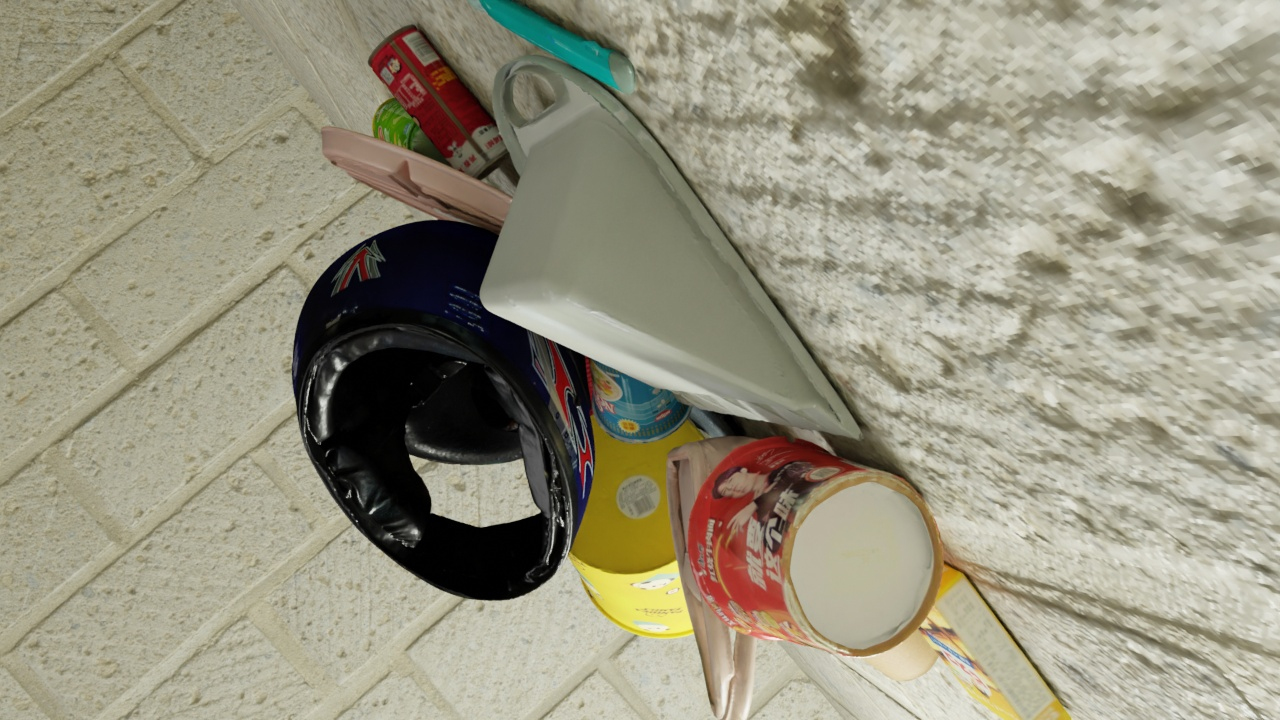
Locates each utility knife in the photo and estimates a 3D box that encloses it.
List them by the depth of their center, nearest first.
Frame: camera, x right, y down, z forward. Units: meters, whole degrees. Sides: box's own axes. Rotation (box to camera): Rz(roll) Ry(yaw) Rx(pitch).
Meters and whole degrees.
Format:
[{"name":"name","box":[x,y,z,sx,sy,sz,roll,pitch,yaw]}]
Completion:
[{"name":"utility knife","box":[-0.065,-0.188,0.505,0.218,0.013,0.029,40,170,39]}]

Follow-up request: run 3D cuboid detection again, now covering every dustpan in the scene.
[{"name":"dustpan","box":[0.004,-0.069,0.591,0.257,0.142,0.223,23,173,-23]}]

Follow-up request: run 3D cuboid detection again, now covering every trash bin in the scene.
[{"name":"trash bin","box":[0.011,0.179,1.041,0.229,0.229,0.255,46,170,25]}]

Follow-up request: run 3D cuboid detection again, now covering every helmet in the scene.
[{"name":"helmet","box":[-0.159,0.027,0.825,0.239,0.247,0.316,-84,-27,-62]}]

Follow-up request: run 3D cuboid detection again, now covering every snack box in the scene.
[{"name":"snack box","box":[0.225,0.192,0.633,0.140,0.033,0.087,49,173,-12]}]

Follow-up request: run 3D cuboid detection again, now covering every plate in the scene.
[{"name":"plate","box":[-0.180,-0.149,0.829,0.229,0.028,0.229,21,179,0]}]

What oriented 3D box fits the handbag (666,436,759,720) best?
[{"name":"handbag","box":[0.071,0.183,0.772,0.193,0.093,0.234,109,163,-80]}]

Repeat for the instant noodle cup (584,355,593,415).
[{"name":"instant noodle cup","box":[-0.072,0.005,1.037,0.193,0.066,0.194,-10,-91,-78]}]

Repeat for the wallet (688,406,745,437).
[{"name":"wallet","box":[0.069,0.056,0.902,0.121,0.019,0.097,37,168,51]}]

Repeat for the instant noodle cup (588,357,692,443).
[{"name":"instant noodle cup","box":[-0.005,0.005,0.821,0.099,0.099,0.110,45,163,32]}]

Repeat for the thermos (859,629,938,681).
[{"name":"thermos","box":[0.175,0.191,0.722,0.143,0.093,0.093,45,175,-26]}]

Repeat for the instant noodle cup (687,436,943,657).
[{"name":"instant noodle cup","box":[0.111,0.117,0.576,0.138,0.137,0.109,51,164,-10]}]

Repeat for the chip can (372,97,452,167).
[{"name":"chip can","box":[-0.226,-0.233,0.957,0.072,0.072,0.221,54,171,-30]}]

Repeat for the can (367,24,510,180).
[{"name":"can","box":[-0.170,-0.218,0.789,0.133,0.053,0.053,51,172,-8]}]
